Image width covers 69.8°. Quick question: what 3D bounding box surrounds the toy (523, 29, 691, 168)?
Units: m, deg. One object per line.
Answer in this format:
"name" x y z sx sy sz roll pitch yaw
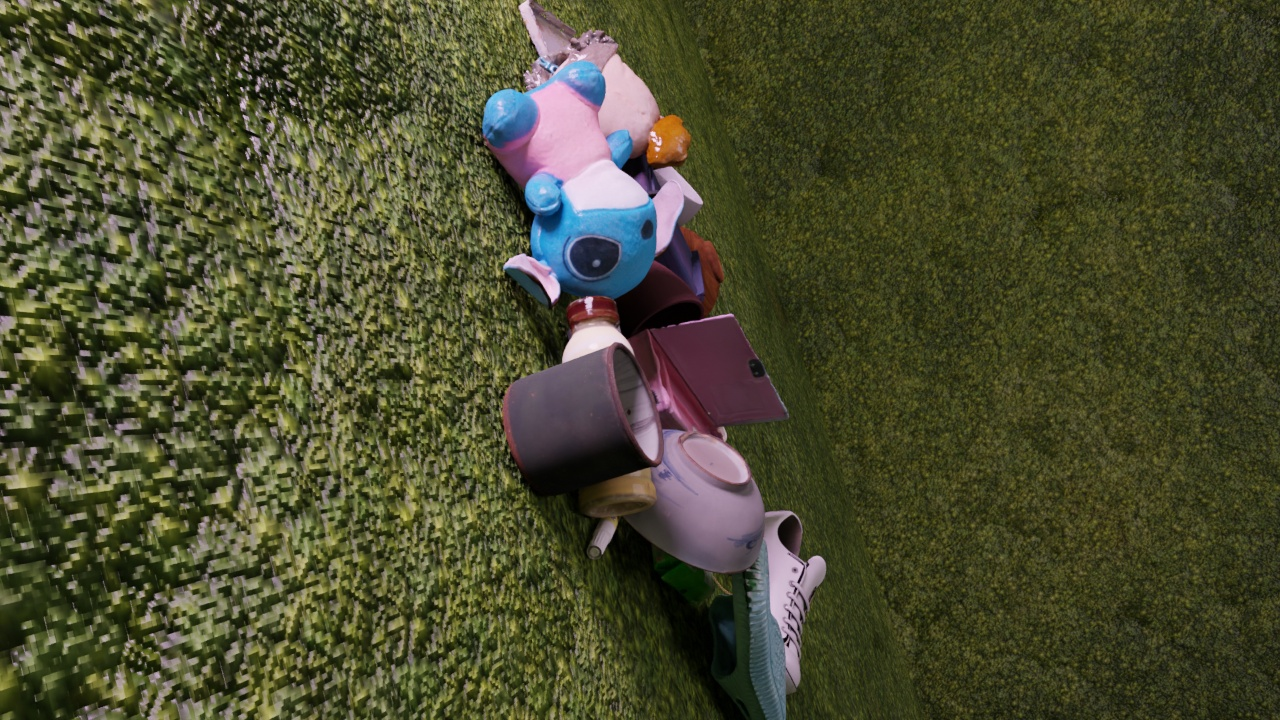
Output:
"toy" -0.029 -0.246 0.903 0.176 0.132 0.076 33 -20 -8

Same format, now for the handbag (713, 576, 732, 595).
"handbag" 0.093 0.190 0.960 0.083 0.027 0.178 -53 139 -27

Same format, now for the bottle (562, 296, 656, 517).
"bottle" -0.027 0.032 0.684 0.056 0.057 0.162 40 38 -63

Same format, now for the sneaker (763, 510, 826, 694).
"sneaker" 0.171 0.267 1.054 0.244 0.097 0.091 -85 152 -59

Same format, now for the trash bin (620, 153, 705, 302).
"trash bin" 0.008 -0.128 0.971 0.093 0.092 0.161 -93 160 -47

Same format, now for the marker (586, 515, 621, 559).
"marker" -0.021 0.118 0.704 0.132 0.014 0.014 -56 125 -72

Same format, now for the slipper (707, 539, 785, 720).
"slipper" 0.095 0.261 0.841 0.115 0.069 0.277 -86 167 -49

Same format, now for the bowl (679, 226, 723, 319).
"bowl" 0.074 -0.125 1.259 0.147 0.069 0.147 -19 90 -76

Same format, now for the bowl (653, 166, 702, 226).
"bowl" 0.003 -0.202 1.068 0.132 0.064 0.131 39 17 -15

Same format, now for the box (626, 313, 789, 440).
"box" 0.082 0.047 0.918 0.232 0.115 0.098 53 22 -53

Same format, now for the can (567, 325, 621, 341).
"can" -0.030 0.012 0.747 0.044 0.044 0.106 38 36 -65

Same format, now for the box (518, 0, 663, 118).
"box" -0.052 -0.325 1.050 0.157 0.063 0.216 60 19 5

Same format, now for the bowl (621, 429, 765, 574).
"bowl" 0.046 0.098 0.735 0.150 0.057 0.150 25 24 -12

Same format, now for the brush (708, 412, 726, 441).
"brush" 0.057 -0.022 1.103 0.077 0.062 0.272 -116 -171 -79

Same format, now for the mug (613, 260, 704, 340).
"mug" 0.002 -0.055 0.916 0.088 0.087 0.114 58 -24 27

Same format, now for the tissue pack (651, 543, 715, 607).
"tissue pack" 0.036 0.154 0.827 0.099 0.034 0.113 53 24 -52

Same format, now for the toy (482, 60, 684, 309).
"toy" -0.058 -0.135 0.745 0.223 0.099 0.191 -36 106 -46

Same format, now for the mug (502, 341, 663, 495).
"mug" -0.037 0.033 0.615 0.110 0.081 0.085 -87 154 -55
